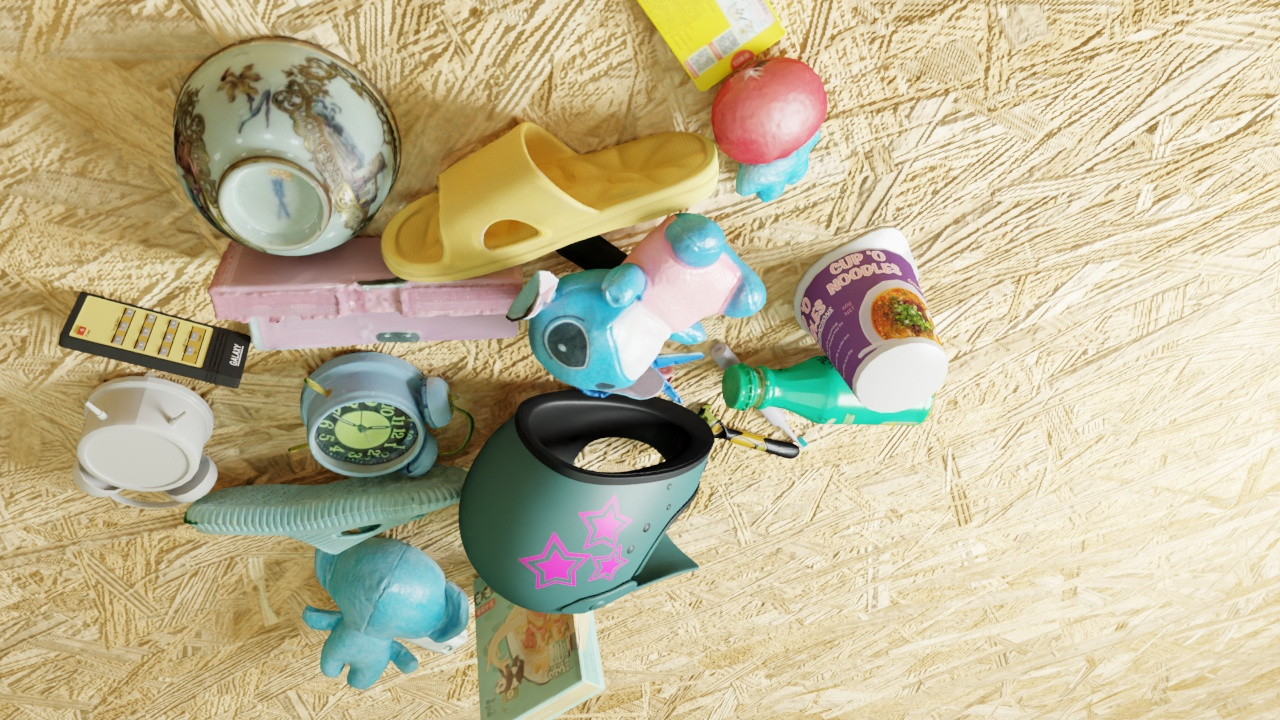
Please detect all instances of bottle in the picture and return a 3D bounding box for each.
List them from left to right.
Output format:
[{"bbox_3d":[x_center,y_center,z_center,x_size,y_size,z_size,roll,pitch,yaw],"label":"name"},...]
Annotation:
[{"bbox_3d":[-0.018,-0.078,0.792,0.123,0.033,0.033,31,119,-33],"label":"bottle"},{"bbox_3d":[0.183,0.029,0.899,0.209,0.068,0.068,2,131,-18],"label":"bottle"}]

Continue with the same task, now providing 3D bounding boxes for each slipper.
[{"bbox_3d":[-0.297,0.151,0.890,0.276,0.116,0.069,-5,96,-2],"label":"slipper"},{"bbox_3d":[-0.071,-0.136,0.687,0.263,0.099,0.078,-15,131,-4],"label":"slipper"}]

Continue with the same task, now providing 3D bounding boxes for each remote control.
[{"bbox_3d":[-0.394,-0.016,0.752,0.133,0.058,0.013,17,126,-25],"label":"remote control"},{"bbox_3d":[-0.273,0.326,1.111,0.050,0.022,0.133,-38,128,22],"label":"remote control"}]

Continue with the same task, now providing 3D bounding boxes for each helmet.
[{"bbox_3d":[-0.046,0.147,0.892,0.274,0.176,0.201,-3,125,-40],"label":"helmet"}]

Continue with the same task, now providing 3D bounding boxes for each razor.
[{"bbox_3d":[0.112,0.082,0.973,0.144,0.021,0.044,17,126,-28],"label":"razor"}]

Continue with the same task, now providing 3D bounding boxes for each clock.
[{"bbox_3d":[-0.448,0.081,0.833,0.119,0.061,0.160,7,134,-18],"label":"clock"},{"bbox_3d":[-0.236,0.054,0.849,0.162,0.060,0.118,7,128,-22],"label":"clock"}]

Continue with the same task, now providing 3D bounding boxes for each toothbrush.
[{"bbox_3d":[0.126,0.042,0.940,0.019,0.018,0.188,-32,130,15],"label":"toothbrush"}]

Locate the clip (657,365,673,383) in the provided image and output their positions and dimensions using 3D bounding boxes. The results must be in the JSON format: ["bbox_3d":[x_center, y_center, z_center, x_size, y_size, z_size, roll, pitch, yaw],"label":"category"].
[{"bbox_3d":[0.000,0.017,0.890,0.060,0.023,0.045,18,130,-24],"label":"clip"}]

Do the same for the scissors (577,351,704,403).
[{"bbox_3d":[-0.003,-0.004,0.860,0.125,0.016,0.123,-7,120,-3],"label":"scissors"}]

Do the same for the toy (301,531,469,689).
[{"bbox_3d":[-0.285,0.275,1.008,0.183,0.114,0.181,26,106,-5],"label":"toy"}]

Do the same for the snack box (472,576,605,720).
[{"bbox_3d":[-0.115,0.295,0.999,0.142,0.193,0.044,-35,132,20],"label":"snack box"}]

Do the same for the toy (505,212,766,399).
[{"bbox_3d":[-0.008,-0.046,0.729,0.192,0.099,0.224,-29,151,12],"label":"toy"}]

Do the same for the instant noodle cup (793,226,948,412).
[{"bbox_3d":[0.216,-0.029,0.823,0.121,0.121,0.137,7,130,-18],"label":"instant noodle cup"}]

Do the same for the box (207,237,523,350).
[{"bbox_3d":[-0.212,-0.036,0.749,0.232,0.106,0.116,-4,123,-11],"label":"box"}]

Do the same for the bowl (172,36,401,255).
[{"bbox_3d":[-0.253,-0.134,0.650,0.160,0.093,0.160,-6,133,-7],"label":"bowl"}]

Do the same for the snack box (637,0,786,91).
[{"bbox_3d":[0.033,-0.267,0.636,0.075,0.025,0.152,-31,130,16],"label":"snack box"}]

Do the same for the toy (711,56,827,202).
[{"bbox_3d":[0.102,-0.178,0.710,0.092,0.062,0.133,-25,147,0],"label":"toy"}]
